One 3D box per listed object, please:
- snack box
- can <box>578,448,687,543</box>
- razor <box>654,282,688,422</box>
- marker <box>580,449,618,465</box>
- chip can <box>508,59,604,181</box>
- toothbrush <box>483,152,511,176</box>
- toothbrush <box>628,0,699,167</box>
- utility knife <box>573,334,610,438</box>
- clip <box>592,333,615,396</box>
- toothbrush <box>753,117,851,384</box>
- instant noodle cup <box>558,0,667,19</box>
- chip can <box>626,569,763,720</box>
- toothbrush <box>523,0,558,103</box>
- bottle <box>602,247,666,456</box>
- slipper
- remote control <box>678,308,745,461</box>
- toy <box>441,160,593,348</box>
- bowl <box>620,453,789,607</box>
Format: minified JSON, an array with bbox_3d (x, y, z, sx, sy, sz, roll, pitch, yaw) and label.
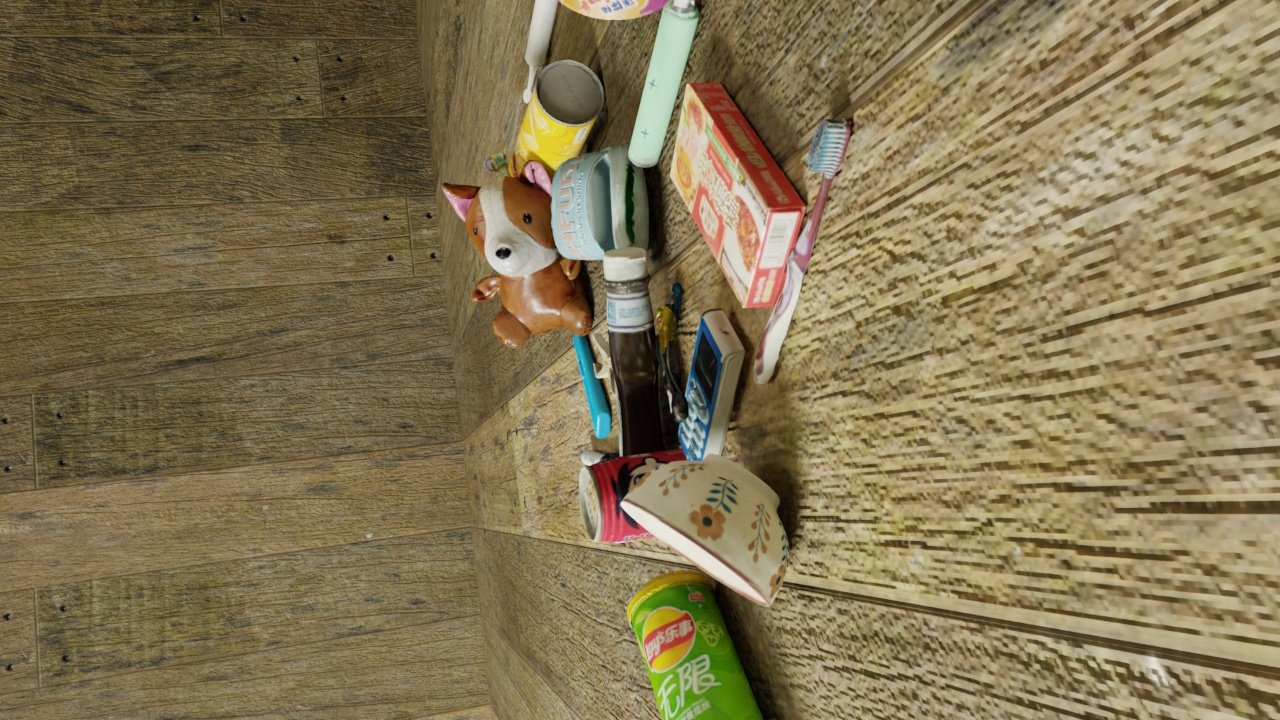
[{"bbox_3d":[0.058,-0.109,0.589,0.152,0.025,0.075,-112,23,-43],"label":"snack box"},{"bbox_3d":[0.003,0.106,0.720,0.066,0.093,0.066,174,91,-74],"label":"can"},{"bbox_3d":[0.022,-0.003,0.695,0.142,0.022,0.043,-93,6,-51],"label":"razor"},{"bbox_3d":[-0.044,0.109,1.015,0.131,0.018,0.022,175,98,-73],"label":"marker"},{"bbox_3d":[-0.096,-0.237,0.983,0.214,0.072,0.072,145,119,-71],"label":"chip can"},{"bbox_3d":[-0.123,-0.152,1.056,0.189,0.029,0.020,62,-153,-30],"label":"toothbrush"},{"bbox_3d":[0.023,-0.228,0.665,0.027,0.026,0.225,45,148,18],"label":"toothbrush"},{"bbox_3d":[-0.064,-0.001,1.046,0.034,0.018,0.206,101,158,-46],"label":"utility knife"},{"bbox_3d":[-0.023,0.013,0.865,0.104,0.034,0.081,-110,19,-57],"label":"clip"},{"bbox_3d":[0.086,-0.054,0.525,0.016,0.017,0.188,-110,23,-43],"label":"toothbrush"},{"bbox_3d":[-0.016,-0.317,0.649,0.112,0.111,0.099,128,144,-67],"label":"instant noodle cup"},{"bbox_3d":[0.053,0.256,0.644,0.221,0.072,0.073,-113,24,-46],"label":"chip can"},{"bbox_3d":[-0.122,-0.381,1.103,0.027,0.026,0.221,46,155,6],"label":"toothbrush"},{"bbox_3d":[-0.005,0.004,0.764,0.079,0.044,0.195,-104,9,-71],"label":"bottle"},{"bbox_3d":[-0.049,-0.143,0.853,0.245,0.074,0.104,-154,61,-72],"label":"slipper"},{"bbox_3d":[0.050,0.026,0.660,0.049,0.024,0.125,-113,23,-45],"label":"remote control"},{"bbox_3d":[-0.132,-0.113,1.003,0.130,0.140,0.200,-81,-23,-67],"label":"toy"},{"bbox_3d":[0.050,0.100,0.587,0.062,0.113,0.114,-55,9,-15],"label":"bowl"}]
